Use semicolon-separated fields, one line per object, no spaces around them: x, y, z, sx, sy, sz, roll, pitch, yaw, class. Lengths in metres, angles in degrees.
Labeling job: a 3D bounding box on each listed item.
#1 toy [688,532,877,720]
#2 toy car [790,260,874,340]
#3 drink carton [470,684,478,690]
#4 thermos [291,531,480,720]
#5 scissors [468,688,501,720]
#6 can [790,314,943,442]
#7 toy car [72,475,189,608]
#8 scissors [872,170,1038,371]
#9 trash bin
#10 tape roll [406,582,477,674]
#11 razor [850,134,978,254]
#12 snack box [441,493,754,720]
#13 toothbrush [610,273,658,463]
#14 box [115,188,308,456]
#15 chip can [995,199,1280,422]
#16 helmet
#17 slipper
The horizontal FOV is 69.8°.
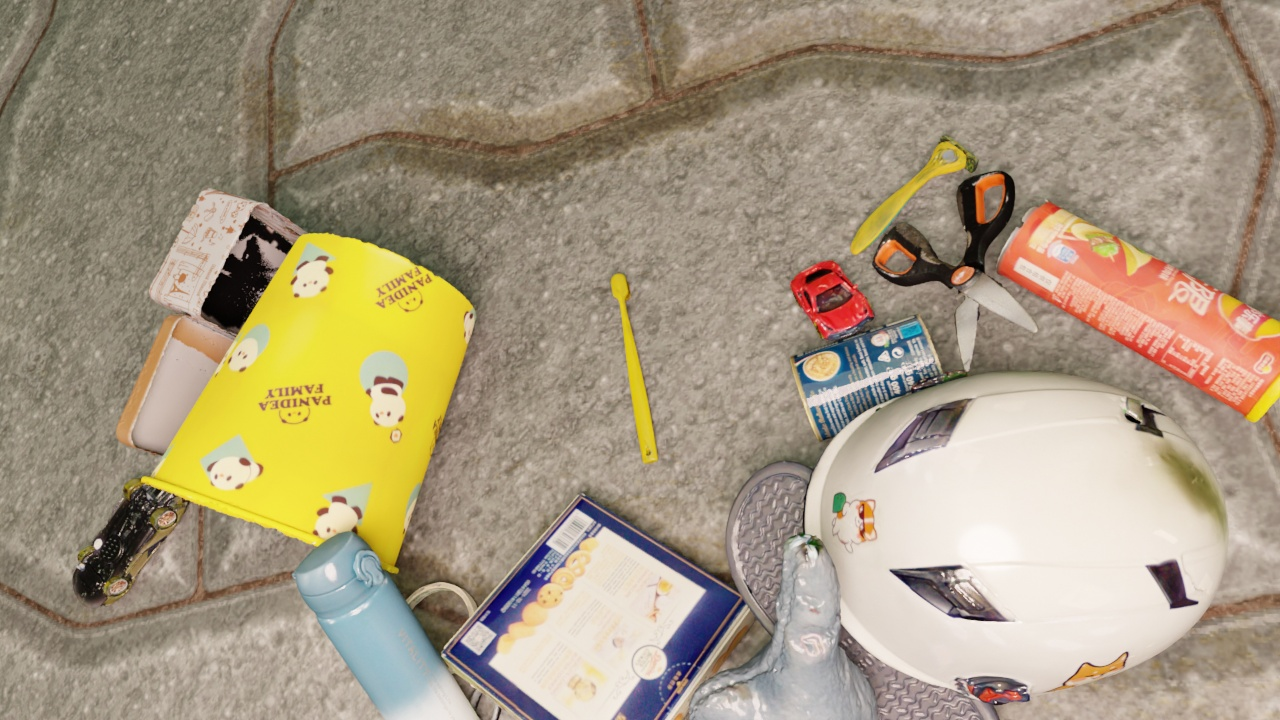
0.090;0.261;0.635;0.138;0.357;0.091;14;32;-6;toy
0.162;-0.053;0.782;0.049;0.031;0.106;-28;31;7;toy car
-0.079;0.269;0.777;0.123;0.045;0.053;8;59;22;drink carton
-0.198;0.235;0.732;0.070;0.220;0.070;-20;23;8;thermos
-0.182;0.357;0.804;0.159;0.014;0.181;33;84;28;scissors
0.187;0.014;0.749;0.111;0.075;0.075;-20;66;13;can
-0.550;0.193;0.987;0.070;0.042;0.158;34;85;27;toy car
0.255;-0.081;0.713;0.204;0.021;0.225;-49;24;-6;scissors
-0.283;0.037;0.847;0.230;0.229;0.254;12;71;24;trash bin
-0.187;0.247;0.839;0.086;0.014;0.085;-10;61;18;tape roll
0.236;-0.143;0.815;0.132;0.028;0.043;-43;66;4;razor
-0.033;0.222;0.740;0.182;0.046;0.177;28;59;27;snack box
-0.005;0.005;0.860;0.016;0.016;0.190;-16;68;14;toothbrush
-0.410;-0.019;0.932;0.082;0.177;0.260;15;77;24;box
0.383;-0.041;0.696;0.216;0.073;0.073;37;87;28;chip can
0.263;0.102;0.603;0.274;0.157;0.229;3;67;-13;helmet
0.166;0.197;0.700;0.111;0.083;0.268;-40;80;15;slipper
